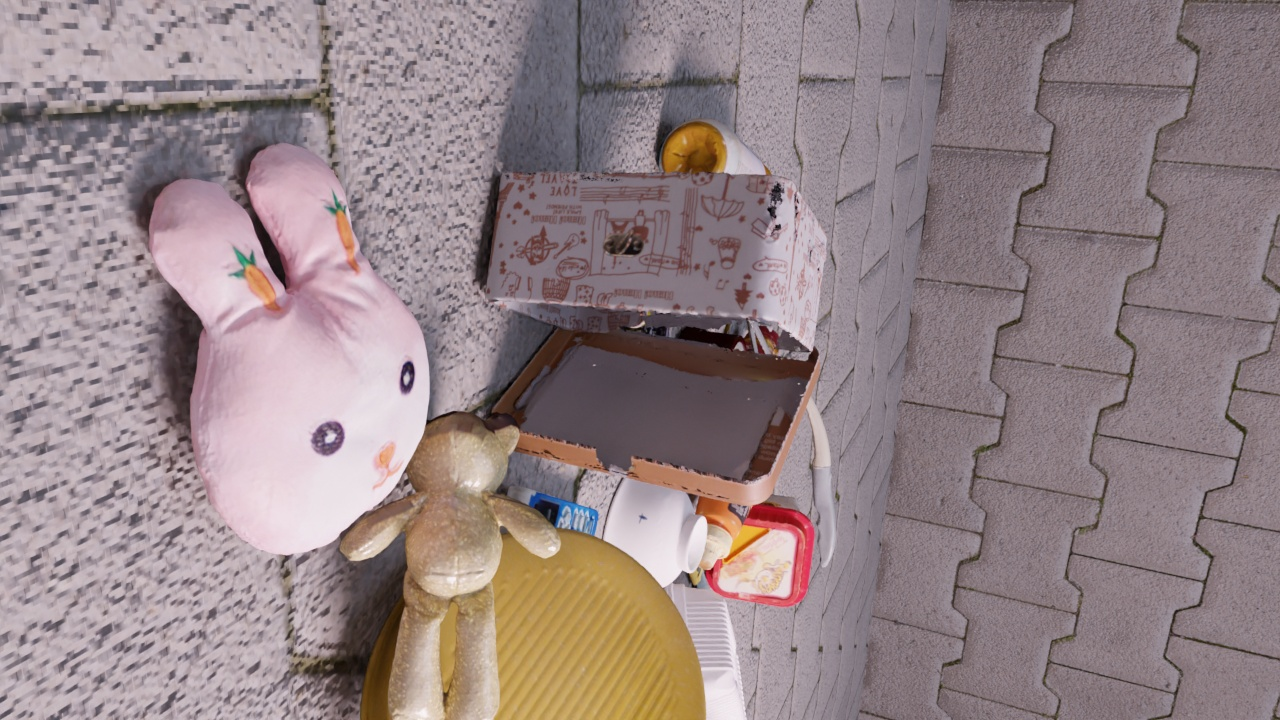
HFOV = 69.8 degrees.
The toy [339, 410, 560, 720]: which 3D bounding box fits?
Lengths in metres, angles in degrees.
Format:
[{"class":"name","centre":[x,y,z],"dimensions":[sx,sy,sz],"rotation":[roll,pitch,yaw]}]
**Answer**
[{"class":"toy","centre":[-0.093,0.102,0.454],"dimensions":[0.066,0.105,0.157],"rotation":[115,-25,-70]}]

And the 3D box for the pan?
[{"class":"pan","centre":[-0.101,0.241,0.467],"dimensions":[0.197,0.078,0.356],"rotation":[46,50,-6]}]

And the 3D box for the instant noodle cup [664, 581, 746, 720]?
[{"class":"instant noodle cup","centre":[0.068,0.308,0.923],"dimensions":[0.174,0.060,0.137],"rotation":[77,7,-47]}]

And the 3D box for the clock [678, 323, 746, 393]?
[{"class":"clock","centre":[0.060,0.018,0.849],"dimensions":[0.121,0.055,0.082],"rotation":[-60,151,-46]}]

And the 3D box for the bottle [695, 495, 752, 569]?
[{"class":"bottle","centre":[0.086,0.149,0.947],"dimensions":[0.067,0.067,0.149],"rotation":[76,29,-45]}]

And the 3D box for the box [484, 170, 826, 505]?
[{"class":"box","centre":[0.007,-0.007,0.549],"dimensions":[0.152,0.182,0.174],"rotation":[23,75,-67]}]

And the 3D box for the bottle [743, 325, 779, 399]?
[{"class":"bottle","centre":[0.104,0.027,0.959],"dimensions":[0.174,0.057,0.057],"rotation":[-56,148,-46]}]

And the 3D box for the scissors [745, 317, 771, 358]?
[{"class":"scissors","centre":[0.109,-0.044,0.921],"dimensions":[0.159,0.014,0.179],"rotation":[36,41,-51]}]

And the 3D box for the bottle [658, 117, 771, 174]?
[{"class":"bottle","centre":[0.076,-0.156,0.798],"dimensions":[0.189,0.068,0.068],"rotation":[5,94,-68]}]

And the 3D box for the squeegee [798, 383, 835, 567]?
[{"class":"squeegee","centre":[0.200,0.115,1.055],"dimensions":[0.246,0.039,0.246],"rotation":[-21,99,-85]}]

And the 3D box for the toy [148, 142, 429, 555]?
[{"class":"toy","centre":[-0.137,-0.002,0.371],"dimensions":[0.121,0.054,0.160],"rotation":[-51,136,-51]}]

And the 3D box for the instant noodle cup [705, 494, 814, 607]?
[{"class":"instant noodle cup","centre":[0.142,0.211,1.073],"dimensions":[0.124,0.117,0.116],"rotation":[-43,139,-75]}]

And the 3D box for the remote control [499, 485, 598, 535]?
[{"class":"remote control","centre":[-0.064,0.118,0.631],"dimensions":[0.125,0.024,0.049],"rotation":[41,61,-66]}]

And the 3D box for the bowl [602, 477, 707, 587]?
[{"class":"bowl","centre":[0.019,0.153,0.796],"dimensions":[0.118,0.065,0.118],"rotation":[10,90,-67]}]

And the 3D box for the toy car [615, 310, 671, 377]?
[{"class":"toy car","centre":[-0.004,0.004,0.704],"dimensions":[0.070,0.042,0.158],"rotation":[-16,113,-66]}]

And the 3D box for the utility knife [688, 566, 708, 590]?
[{"class":"utility knife","centre":[0.056,0.212,0.985],"dimensions":[0.030,0.022,0.216],"rotation":[-59,154,-33]}]
